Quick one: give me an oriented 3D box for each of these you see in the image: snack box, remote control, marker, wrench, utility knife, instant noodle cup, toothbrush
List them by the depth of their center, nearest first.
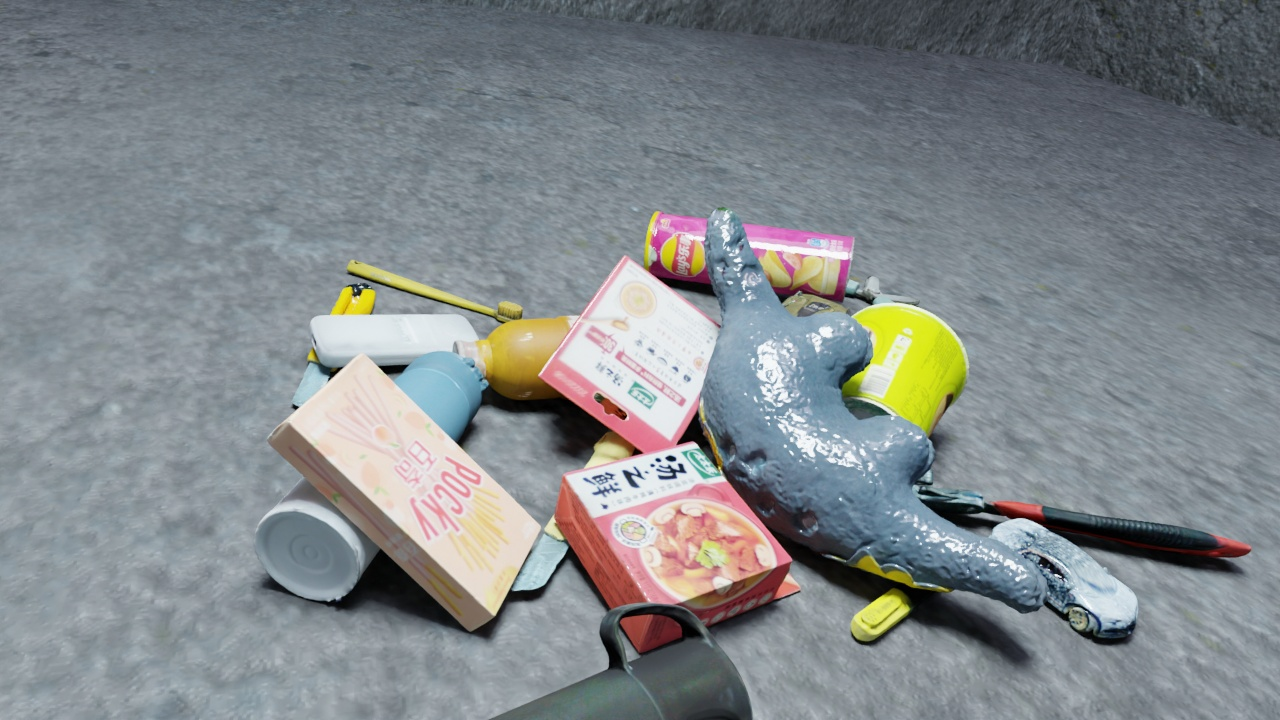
[{"bbox_3d":[-0.131,0.074,0.533,0.157,0.026,0.084,46,27,-11],"label":"snack box"},{"bbox_3d":[0.028,0.108,0.576,0.126,0.044,0.113,-11,43,-32],"label":"snack box"},{"bbox_3d":[0.176,0.149,0.591,0.123,0.015,0.018,-17,43,-41],"label":"marker"},{"bbox_3d":[-0.040,0.093,0.626,0.031,0.021,0.204,11,22,13],"label":"utility knife"},{"bbox_3d":[0.305,0.114,0.666,0.273,0.056,0.016,12,67,-3],"label":"wrench"},{"bbox_3d":[-0.004,0.004,0.696,0.113,0.044,0.126,37,62,-6],"label":"snack box"},{"bbox_3d":[0.189,0.032,0.725,0.112,0.112,0.123,20,39,19],"label":"instant noodle cup"},{"bbox_3d":[-0.202,-0.017,0.763,0.135,0.020,0.056,-2,37,-33],"label":"remote control"},{"bbox_3d":[-0.255,-0.018,0.770,0.033,0.015,0.215,3,30,-5],"label":"utility knife"},{"bbox_3d":[-0.197,-0.068,0.876,0.190,0.017,0.015,17,29,15],"label":"toothbrush"}]

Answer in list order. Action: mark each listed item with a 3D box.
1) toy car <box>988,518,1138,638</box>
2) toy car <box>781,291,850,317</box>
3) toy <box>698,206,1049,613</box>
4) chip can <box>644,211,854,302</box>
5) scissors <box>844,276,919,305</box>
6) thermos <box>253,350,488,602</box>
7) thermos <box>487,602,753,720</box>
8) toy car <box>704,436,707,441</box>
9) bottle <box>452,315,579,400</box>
[{"bbox_3d":[0.284,0.143,0.617,0.048,0.031,0.105,-12,36,-32],"label":"toy car"},{"bbox_3d":[0.150,-0.024,0.875,0.070,0.042,0.157,21,33,22],"label":"toy car"},{"bbox_3d":[0.115,0.043,0.635,0.091,0.138,0.356,24,30,-57],"label":"toy"},{"bbox_3d":[0.114,-0.109,0.963,0.211,0.071,0.071,8,28,11],"label":"chip can"},{"bbox_3d":[0.224,-0.062,0.987,0.171,0.019,0.169,9,27,-1],"label":"scissors"},{"bbox_3d":[-0.165,0.062,0.602,0.070,0.070,0.220,12,28,6],"label":"thermos"},{"bbox_3d":[-0.063,0.178,0.398,0.241,0.090,0.069,-13,-6,-35],"label":"thermos"},{"bbox_3d":[0.078,0.035,0.750,0.054,0.037,0.120,7,25,-4],"label":"toy car"},{"bbox_3d":[-0.056,-0.002,0.744,0.189,0.068,0.068,-3,31,-21],"label":"bottle"}]
